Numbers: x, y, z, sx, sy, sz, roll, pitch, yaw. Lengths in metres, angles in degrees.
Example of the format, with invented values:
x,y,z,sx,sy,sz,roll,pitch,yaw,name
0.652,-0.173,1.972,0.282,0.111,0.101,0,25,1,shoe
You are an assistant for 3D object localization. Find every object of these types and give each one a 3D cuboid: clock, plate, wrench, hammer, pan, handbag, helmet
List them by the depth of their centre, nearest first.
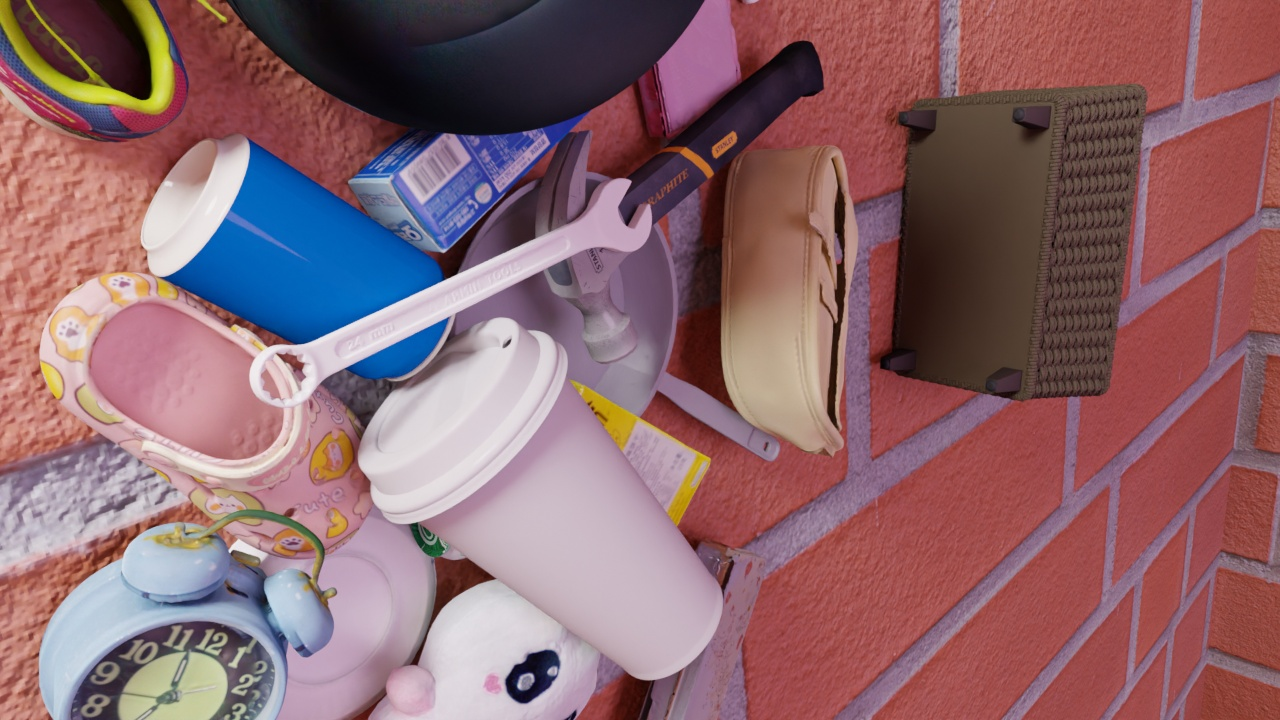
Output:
x,y,z,sx,sy,sz,roll,pitch,yaw,name
-0.064,-0.264,0.413,0.248,0.236,0.316,2,96,-55,helmet
-0.228,0.143,0.467,0.118,0.060,0.162,33,89,-36,clock
-0.087,-0.043,0.506,0.272,0.009,0.047,-32,117,-38,wrench
-0.190,0.157,0.560,0.156,0.014,0.157,-12,108,-42,plate
0.044,-0.143,0.657,0.311,0.035,0.139,-44,125,-33,hammer
-0.004,0.004,0.684,0.356,0.051,0.200,34,75,-44,pan
0.136,-0.049,0.752,0.191,0.089,0.232,35,58,-51,handbag

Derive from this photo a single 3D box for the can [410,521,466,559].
x,y,z,sx,sy,sz,roll,pitch,yaw,name
-0.098,0.099,0.609,0.101,0.053,0.053,-4,102,-48,can

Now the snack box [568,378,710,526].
x,y,z,sx,sy,sz,roll,pitch,yaw,name
-0.013,0.068,0.648,0.149,0.026,0.061,33,82,-43,snack box

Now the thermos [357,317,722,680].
x,y,z,sx,sy,sz,roll,pitch,yaw,name
-0.045,0.092,0.538,0.222,0.132,0.131,50,64,-26,thermos

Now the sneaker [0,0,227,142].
x,y,z,sx,sy,sz,roll,pitch,yaw,name
-0.262,-0.197,0.350,0.116,0.091,0.242,-47,128,-24,sneaker

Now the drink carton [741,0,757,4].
x,y,z,sx,sy,sz,roll,pitch,yaw,name
0.087,-0.347,0.709,0.069,0.039,0.122,18,93,-45,drink carton

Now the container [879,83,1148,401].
x,y,z,sx,sy,sz,roll,pitch,yaw,name
0.370,-0.120,0.946,0.204,0.177,0.321,-10,106,-40,container

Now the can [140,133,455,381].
x,y,z,sx,sy,sz,roll,pitch,yaw,name
-0.174,-0.049,0.481,0.146,0.079,0.079,35,75,-44,can

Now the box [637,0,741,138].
x,y,z,sx,sy,sz,roll,pitch,yaw,name
0.020,-0.283,0.650,0.097,0.037,0.233,-32,121,-37,box

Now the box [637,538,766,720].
x,y,z,sx,sy,sz,roll,pitch,yaw,name
0.042,0.259,0.778,0.081,0.063,0.216,32,75,-67,box

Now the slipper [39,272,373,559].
x,y,z,sx,sy,sz,roll,pitch,yaw,name
-0.200,0.031,0.470,0.197,0.082,0.093,51,55,-36,slipper

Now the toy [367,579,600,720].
x,y,z,sx,sy,sz,roll,pitch,yaw,name
-0.109,0.216,0.600,0.179,0.101,0.139,-34,133,-25,toy

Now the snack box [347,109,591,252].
x,y,z,sx,sy,sz,roll,pitch,yaw,name
-0.077,-0.159,0.569,0.225,0.060,0.059,-51,126,-24,snack box
